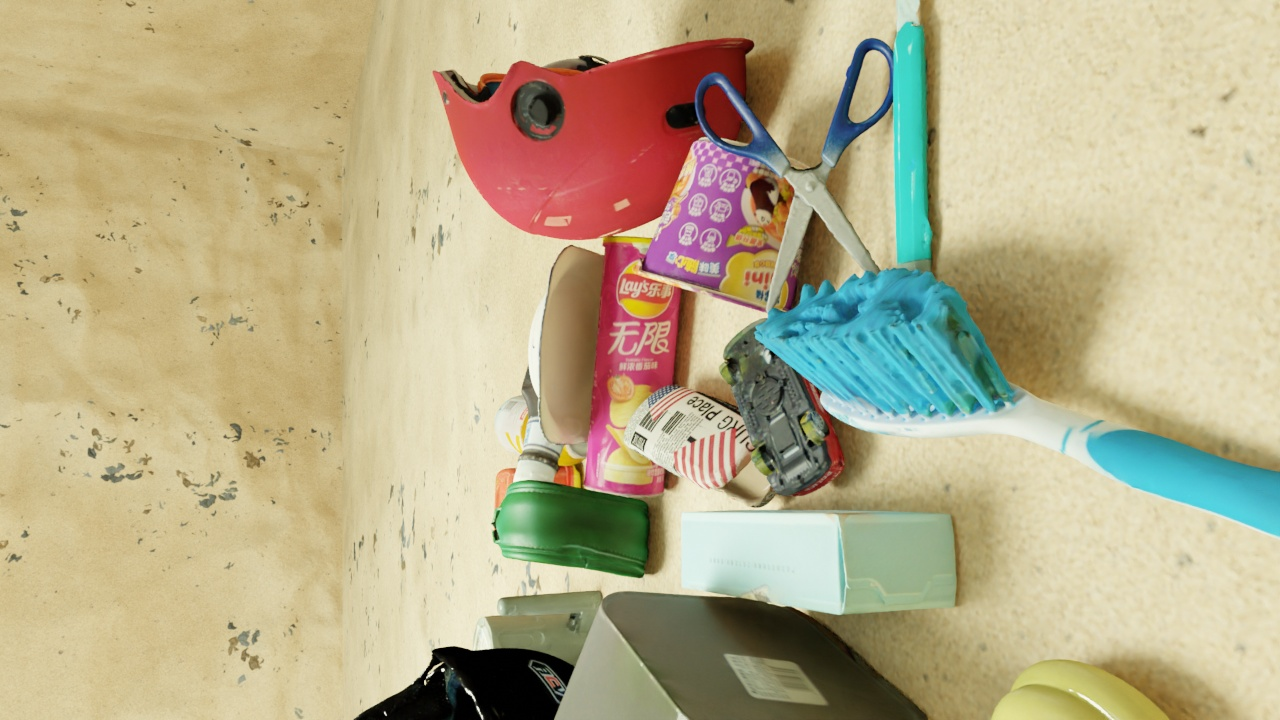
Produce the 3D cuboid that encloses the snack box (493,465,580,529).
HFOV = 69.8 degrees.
[{"bbox_3d":[-0.109,0.153,0.962,0.082,0.080,0.091,167,106,-64],"label":"snack box"}]

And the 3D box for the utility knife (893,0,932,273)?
[{"bbox_3d":[0.153,-0.150,0.516,0.029,0.013,0.221,172,98,-65],"label":"utility knife"}]

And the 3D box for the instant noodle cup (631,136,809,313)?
[{"bbox_3d":[0.062,-0.088,0.605,0.111,0.111,0.099,31,106,63],"label":"instant noodle cup"}]

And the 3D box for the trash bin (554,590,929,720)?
[{"bbox_3d":[0.038,0.266,0.512,0.199,0.198,0.220,33,110,61],"label":"trash bin"}]

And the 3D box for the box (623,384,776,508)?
[{"bbox_3d":[0.036,0.052,0.663,0.163,0.081,0.075,23,98,66],"label":"box"}]

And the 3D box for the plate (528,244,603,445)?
[{"bbox_3d":[-0.053,-0.011,0.789,0.034,0.163,0.164,5,89,25],"label":"plate"}]

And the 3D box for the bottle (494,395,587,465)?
[{"bbox_3d":[-0.094,0.073,0.955,0.190,0.068,0.068,2,88,62],"label":"bottle"}]

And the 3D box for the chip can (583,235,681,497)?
[{"bbox_3d":[-0.005,0.004,0.770,0.071,0.071,0.210,-168,82,-65],"label":"chip can"}]

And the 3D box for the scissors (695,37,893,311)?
[{"bbox_3d":[0.098,-0.117,0.545,0.176,0.162,0.012,-58,-10,6],"label":"scissors"}]

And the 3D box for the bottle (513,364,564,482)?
[{"bbox_3d":[-0.078,0.030,0.868,0.080,0.044,0.194,-5,59,35],"label":"bottle"}]

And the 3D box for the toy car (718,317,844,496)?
[{"bbox_3d":[0.090,0.029,0.581,0.053,0.045,0.120,-37,53,29],"label":"toy car"}]

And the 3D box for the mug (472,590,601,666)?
[{"bbox_3d":[-0.102,0.275,0.902,0.083,0.103,0.124,-120,40,-51],"label":"mug"}]

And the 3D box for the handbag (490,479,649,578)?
[{"bbox_3d":[-0.062,0.153,0.804,0.120,0.131,0.068,141,137,-63],"label":"handbag"}]

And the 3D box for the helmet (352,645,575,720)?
[{"bbox_3d":[-0.109,0.355,0.756,0.233,0.229,0.275,40,125,43],"label":"helmet"}]

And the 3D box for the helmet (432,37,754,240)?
[{"bbox_3d":[-0.026,-0.165,0.704,0.240,0.206,0.144,6,110,34],"label":"helmet"}]

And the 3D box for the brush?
[{"bbox_3d":[0.162,0.014,0.409,0.109,0.060,0.315,53,165,-14],"label":"brush"}]

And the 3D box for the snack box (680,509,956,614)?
[{"bbox_3d":[0.094,0.113,0.534,0.175,0.074,0.051,162,110,-64],"label":"snack box"}]

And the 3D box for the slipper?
[{"bbox_3d":[0.167,0.218,0.357,0.092,0.081,0.190,-7,82,62],"label":"slipper"}]
